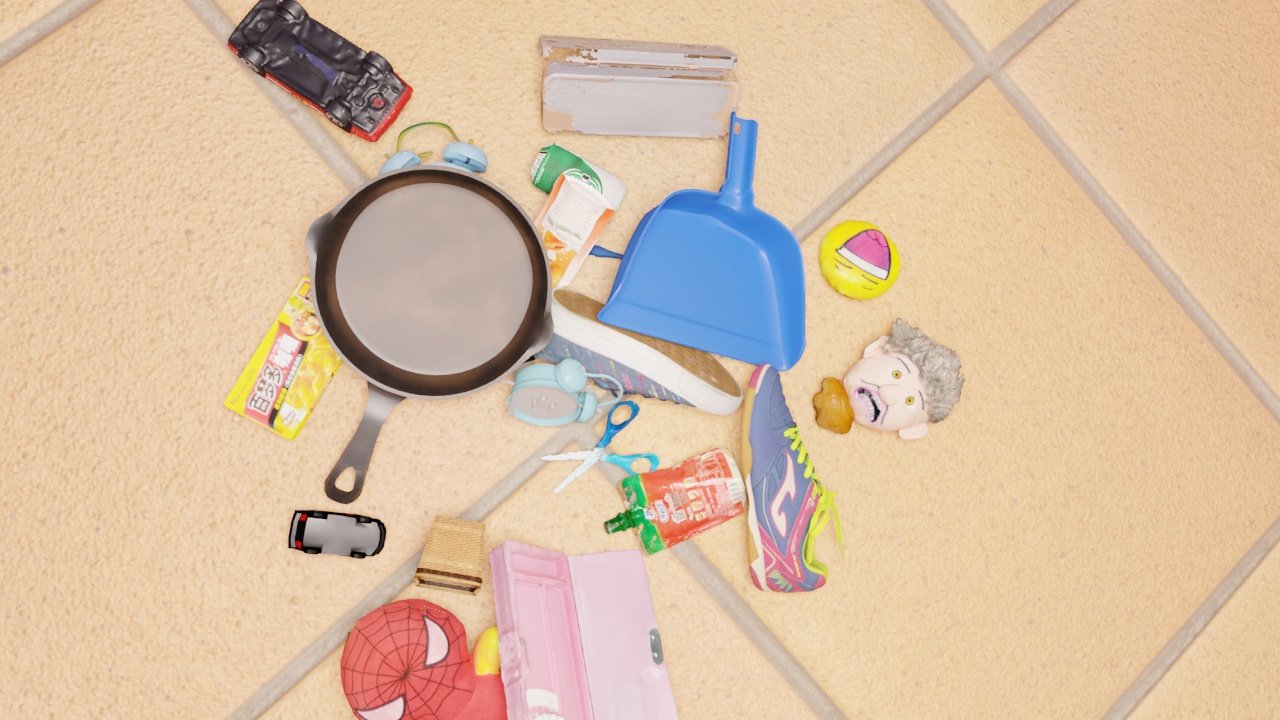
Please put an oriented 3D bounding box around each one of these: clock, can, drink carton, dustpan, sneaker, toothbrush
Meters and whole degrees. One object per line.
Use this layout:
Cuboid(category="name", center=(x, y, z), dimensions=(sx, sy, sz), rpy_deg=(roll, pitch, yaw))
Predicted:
Cuboid(category="clock", center=(-0.209, -0.167, 0.955), dimensions=(0.118, 0.060, 0.162), rpy_deg=(-16, 90, -11))
Cuboid(category="can", center=(-0.067, -0.191, 0.985), dimensions=(0.101, 0.053, 0.053), rpy_deg=(29, 80, -6))
Cuboid(category="drink carton", center=(-0.084, -0.127, 0.965), dimensions=(0.069, 0.038, 0.122), rpy_deg=(35, 115, 0))
Cuboid(category="dustpan", center=(0.086, -0.141, 0.984), dimensions=(0.245, 0.060, 0.257), rpy_deg=(15, 73, -28))
Cuboid(category="sneaker", center=(-0.006, 0.006, 0.975), dimensions=(0.235, 0.087, 0.079), rpy_deg=(26, 115, -10))
Cuboid(category="sneaker", center=(0.161, 0.123, 0.975), dimensions=(0.091, 0.116, 0.241), rpy_deg=(-4, 88, 18))
Cuboid(category="toothbrush", center=(-0.052, -0.122, 1.001), dimensions=(0.132, 0.016, 0.021), rpy_deg=(16, 81, -5))
Cuboid(category="clock", center=(-0.079, 0.036, 0.937), dimensions=(0.123, 0.087, 0.041), rpy_deg=(-5, 52, 10))

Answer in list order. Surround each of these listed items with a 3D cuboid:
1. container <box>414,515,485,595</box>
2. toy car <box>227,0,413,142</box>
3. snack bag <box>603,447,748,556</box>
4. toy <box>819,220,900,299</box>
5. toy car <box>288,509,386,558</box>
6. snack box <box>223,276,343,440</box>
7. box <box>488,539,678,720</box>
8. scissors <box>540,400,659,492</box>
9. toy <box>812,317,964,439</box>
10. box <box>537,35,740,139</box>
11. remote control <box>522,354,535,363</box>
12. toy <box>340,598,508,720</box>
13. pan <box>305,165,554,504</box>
Cuboid(category="container", center=(-0.184, 0.193, 0.901), dimensions=(0.063, 0.114, 0.061), rpy_deg=(12, 69, -9))
Cuboid(category="toy car", center=(-0.332, -0.303, 0.951), dimensions=(0.189, 0.056, 0.081), rpy_deg=(34, 78, 2))
Cuboid(category="snack bag", center=(0.035, 0.153, 0.977), dimensions=(0.155, 0.044, 0.087), rpy_deg=(-20, 92, -7))
Cuboid(category="toy", center=(0.248, -0.113, 1.039), dimensions=(0.095, 0.041, 0.094), rpy_deg=(31, 76, -3))
Cuboid(category="toy car", center=(-0.302, 0.173, 0.916), dimensions=(0.091, 0.036, 0.042), rpy_deg=(10, 84, -19))
Cuboid(category="snack box", center=(-0.346, -0.002, 0.931), dimensions=(0.075, 0.025, 0.152), rpy_deg=(30, 80, -6))
Cuboid(category="box", center=(-0.059, 0.294, 0.891), dimensions=(0.179, 0.059, 0.232), rpy_deg=(11, 50, -31))
Cuboid(category="scissors", center=(-0.045, 0.089, 0.970), dimensions=(0.132, 0.015, 0.110), rpy_deg=(-4, 106, -8))
Cuboid(category="toy", center=(0.274, 0.029, 1.014), dimensions=(0.176, 0.076, 0.132), rpy_deg=(-23, 88, -4))
Cuboid(category="box", center=(-0.003, -0.296, 1.005), dimensions=(0.216, 0.094, 0.107), rpy_deg=(-1, 108, -11))
Cuboid(category="remote control", center=(-0.174, -0.003, 0.969), dimensions=(0.124, 0.010, 0.039), rpy_deg=(-10, 86, -11))
Cuboid(category="toy", center=(-0.190, 0.318, 0.888), dimensions=(0.216, 0.099, 0.147), rpy_deg=(37, 65, -6))
Cuboid(category="pan", center=(-0.231, -0.019, 0.914), dimensions=(0.248, 0.043, 0.356), rpy_deg=(24, 99, -13))
